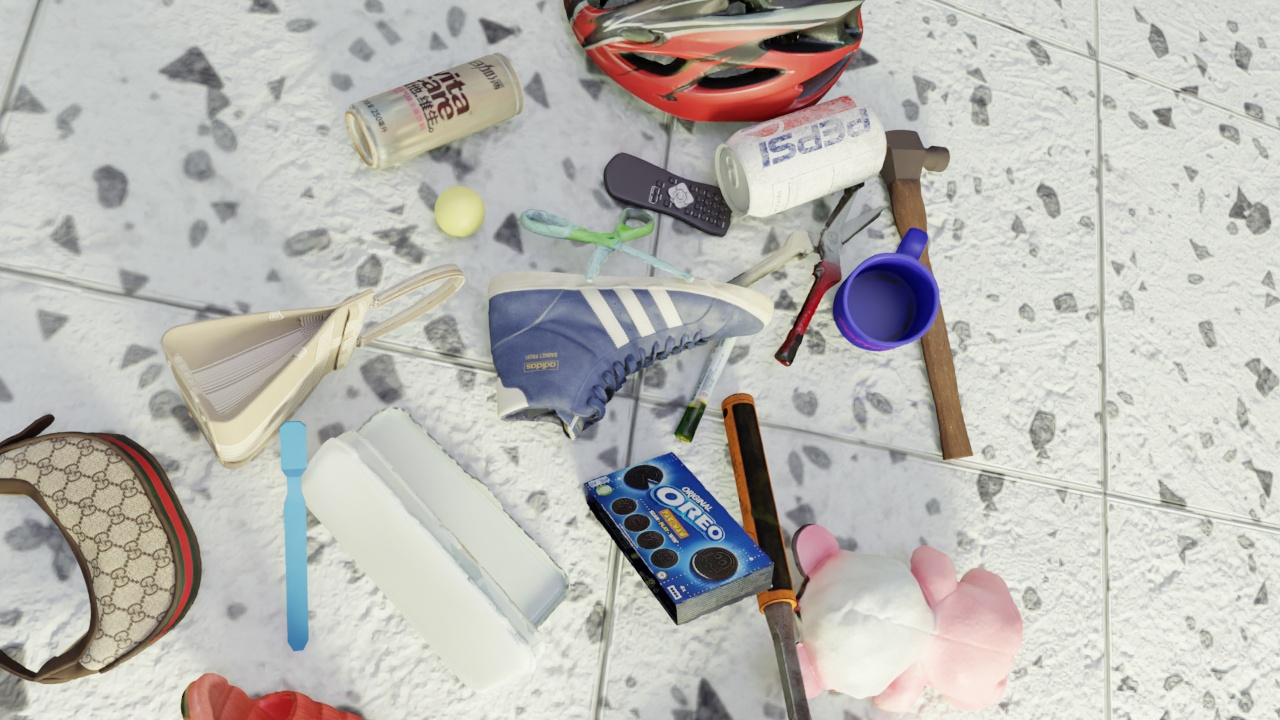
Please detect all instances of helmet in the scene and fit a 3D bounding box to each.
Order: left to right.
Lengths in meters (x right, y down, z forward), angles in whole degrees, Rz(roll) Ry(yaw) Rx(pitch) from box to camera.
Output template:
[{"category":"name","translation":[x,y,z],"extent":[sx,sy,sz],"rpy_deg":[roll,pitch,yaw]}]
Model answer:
[{"category":"helmet","translation":[0.069,-0.325,0.809],"extent":[0.272,0.167,0.217],"rpy_deg":[3,70,-7]}]

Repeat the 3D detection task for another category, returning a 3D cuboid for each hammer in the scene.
[{"category":"hammer","translation":[0.103,0.158,0.691],"extent":[0.035,0.138,0.313],"rpy_deg":[2,56,-14]},{"category":"hammer","translation":[0.270,-0.066,0.877],"extent":[0.115,0.033,0.322],"rpy_deg":[-4,80,-23]}]

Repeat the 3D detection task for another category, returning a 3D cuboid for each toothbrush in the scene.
[{"category":"toothbrush","translation":[-0.236,0.121,0.627],"extent":[0.016,0.014,0.167],"rpy_deg":[-1,104,-20]}]

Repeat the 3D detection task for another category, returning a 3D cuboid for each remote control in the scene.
[{"category":"remote control","translation":[0.026,-0.149,0.819],"extent":[0.124,0.009,0.046],"rpy_deg":[18,72,-15]}]

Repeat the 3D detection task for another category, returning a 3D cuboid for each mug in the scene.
[{"category":"mug","translation":[0.221,-0.064,0.808],"extent":[0.079,0.083,0.111],"rpy_deg":[25,91,7]}]

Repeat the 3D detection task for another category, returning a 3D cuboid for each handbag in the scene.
[{"category":"handbag","translation":[-0.371,0.121,0.588],"extent":[0.138,0.063,0.166],"rpy_deg":[-27,88,-14]},{"category":"handbag","translation":[-0.203,-0.012,0.616],"extent":[0.197,0.176,0.062],"rpy_deg":[-32,89,-26]}]

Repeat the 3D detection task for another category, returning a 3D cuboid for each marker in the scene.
[{"category":"marker","translation":[0.065,0.005,0.793],"extent":[0.017,0.017,0.146],"rpy_deg":[30,70,-11]}]

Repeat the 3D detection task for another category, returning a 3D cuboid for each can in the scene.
[{"category":"can","translation":[-0.164,-0.201,0.738],"extent":[0.135,0.054,0.054],"rpy_deg":[-29,88,-23]},{"category":"can","translation":[0.141,-0.180,0.812],"extent":[0.136,0.078,0.078],"rpy_deg":[-21,85,-13]}]

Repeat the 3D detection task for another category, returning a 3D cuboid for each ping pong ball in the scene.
[{"category":"ping pong ball","translation":[-0.144,-0.119,0.734],"extent":[0.040,0.040,0.040],"rpy_deg":[5,76,-19]}]

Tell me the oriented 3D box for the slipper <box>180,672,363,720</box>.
[{"category":"slipper","translation":[-0.181,0.273,0.595],"extent":[0.249,0.103,0.059],"rpy_deg":[39,82,-10]}]

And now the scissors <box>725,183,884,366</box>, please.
[{"category":"scissors","translation":[0.146,-0.081,0.818],"extent":[0.179,0.015,0.187],"rpy_deg":[-1,78,-15]}]

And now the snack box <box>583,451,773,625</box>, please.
[{"category":"snack box","translation":[0.026,0.128,0.690],"extent":[0.082,0.150,0.027],"rpy_deg":[-19,126,-22]}]

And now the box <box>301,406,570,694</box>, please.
[{"category":"box","translation":[-0.136,0.122,0.672],"extent":[0.215,0.107,0.124],"rpy_deg":[50,38,-2]}]

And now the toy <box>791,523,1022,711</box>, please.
[{"category":"toy","translation":[0.214,0.220,0.759],"extent":[0.213,0.084,0.142],"rpy_deg":[16,80,-16]}]

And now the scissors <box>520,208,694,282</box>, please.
[{"category":"scissors","translation":[-0.032,-0.094,0.733],"extent":[0.168,0.171,0.023],"rpy_deg":[16,115,4]}]

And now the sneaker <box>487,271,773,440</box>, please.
[{"category":"sneaker","translation":[-0.006,0.003,0.721],"extent":[0.233,0.092,0.118],"rpy_deg":[5,73,-12]}]
